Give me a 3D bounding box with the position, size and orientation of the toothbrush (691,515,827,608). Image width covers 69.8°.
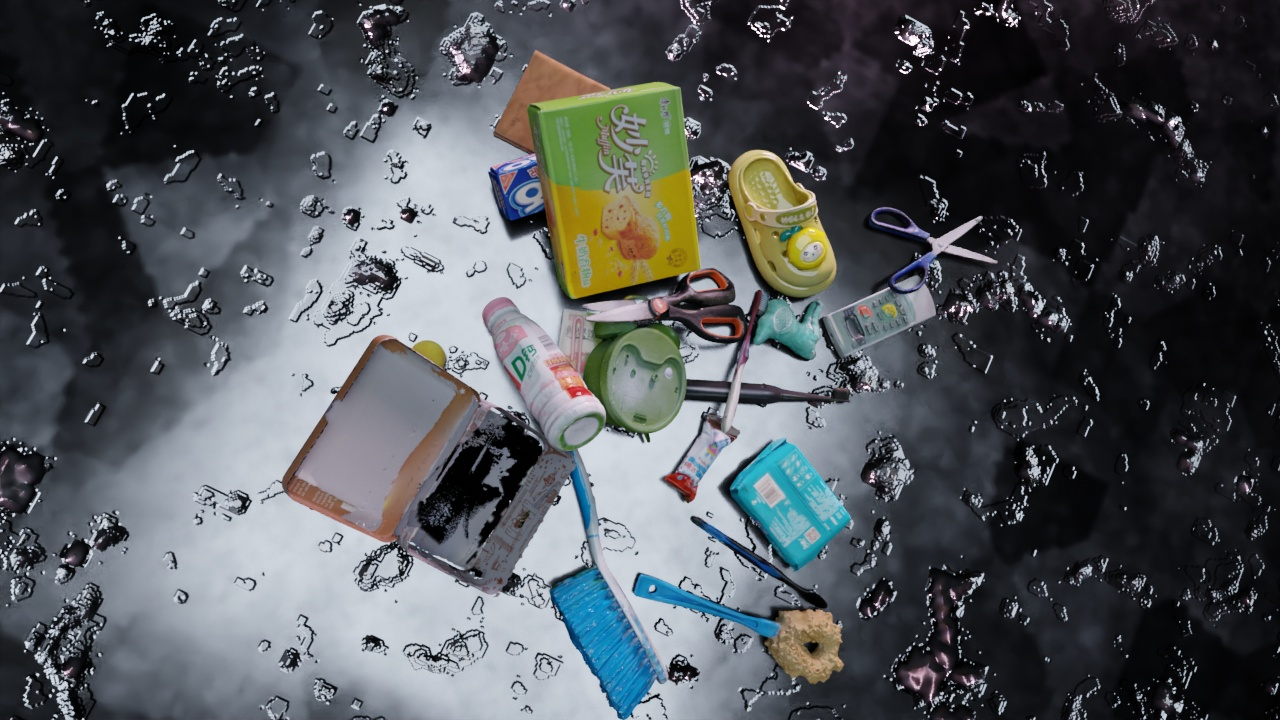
[{"bbox_3d":[0.138,0.234,1.067,0.189,0.016,0.014,33,89,-1],"label":"toothbrush"}]

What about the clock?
[{"bbox_3d":[-0.006,0.006,1.026,0.116,0.056,0.161,17,78,-40],"label":"clock"}]

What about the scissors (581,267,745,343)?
[{"bbox_3d":[0.036,-0.046,1.017,0.234,0.022,0.148,-35,91,-43],"label":"scissors"}]

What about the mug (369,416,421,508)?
[{"bbox_3d":[-0.257,0.104,0.995,0.078,0.078,0.122,13,86,-7],"label":"mug"}]

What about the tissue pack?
[{"bbox_3d":[0.173,0.167,1.058,0.093,0.050,0.133,-38,90,-12],"label":"tissue pack"}]

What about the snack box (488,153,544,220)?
[{"bbox_3d":[-0.067,-0.220,1.054,0.207,0.057,0.058,-20,116,-10],"label":"snack box"}]

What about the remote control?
[{"bbox_3d":[0.291,-0.054,1.114,0.135,0.019,0.056,-23,87,-10],"label":"remote control"}]

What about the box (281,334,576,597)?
[{"bbox_3d":[-0.210,0.107,0.934,0.259,0.082,0.176,38,78,-36],"label":"box"}]

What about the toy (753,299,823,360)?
[{"bbox_3d":[0.181,-0.040,1.089,0.092,0.030,0.096,34,72,-24],"label":"toy"}]

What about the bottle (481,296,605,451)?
[{"bbox_3d":[-0.113,0.008,0.994,0.068,0.068,0.197,-32,58,-10],"label":"bottle"}]

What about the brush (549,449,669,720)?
[{"bbox_3d":[-0.057,0.232,1.022,0.109,0.061,0.314,-29,86,-15],"label":"brush"}]

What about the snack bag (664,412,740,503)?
[{"bbox_3d":[0.070,0.112,1.062,0.045,0.026,0.105,35,78,0],"label":"snack bag"}]

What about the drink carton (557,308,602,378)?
[{"bbox_3d":[-0.073,0.004,1.044,0.053,0.045,0.122,10,82,-6],"label":"drink carton"}]

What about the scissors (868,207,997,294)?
[{"bbox_3d":[0.354,-0.139,1.126,0.162,0.012,0.174,36,68,5],"label":"scissors"}]

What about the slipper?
[{"bbox_3d":[0.167,-0.166,1.079,0.091,0.082,0.190,-25,85,-7],"label":"slipper"}]

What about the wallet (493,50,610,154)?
[{"bbox_3d":[-0.105,-0.295,1.086,0.101,0.020,0.115,26,84,-3],"label":"wallet"}]

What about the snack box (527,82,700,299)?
[{"bbox_3d":[-0.027,-0.187,1.008,0.157,0.070,0.210,-14,113,-13],"label":"snack box"}]

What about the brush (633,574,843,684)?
[{"bbox_3d":[0.115,0.296,1.046,0.254,0.046,0.083,20,86,-2],"label":"brush"}]

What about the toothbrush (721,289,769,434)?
[{"bbox_3d":[0.122,0.000,1.069,0.017,0.016,0.187,23,67,-15],"label":"toothbrush"}]

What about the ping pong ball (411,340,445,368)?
[{"bbox_3d":[-0.238,-0.003,1.024,0.040,0.040,0.040,1,84,-8],"label":"ping pong ball"}]

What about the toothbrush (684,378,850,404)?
[{"bbox_3d":[0.145,0.038,1.080,0.212,0.026,0.027,3,105,-8],"label":"toothbrush"}]
